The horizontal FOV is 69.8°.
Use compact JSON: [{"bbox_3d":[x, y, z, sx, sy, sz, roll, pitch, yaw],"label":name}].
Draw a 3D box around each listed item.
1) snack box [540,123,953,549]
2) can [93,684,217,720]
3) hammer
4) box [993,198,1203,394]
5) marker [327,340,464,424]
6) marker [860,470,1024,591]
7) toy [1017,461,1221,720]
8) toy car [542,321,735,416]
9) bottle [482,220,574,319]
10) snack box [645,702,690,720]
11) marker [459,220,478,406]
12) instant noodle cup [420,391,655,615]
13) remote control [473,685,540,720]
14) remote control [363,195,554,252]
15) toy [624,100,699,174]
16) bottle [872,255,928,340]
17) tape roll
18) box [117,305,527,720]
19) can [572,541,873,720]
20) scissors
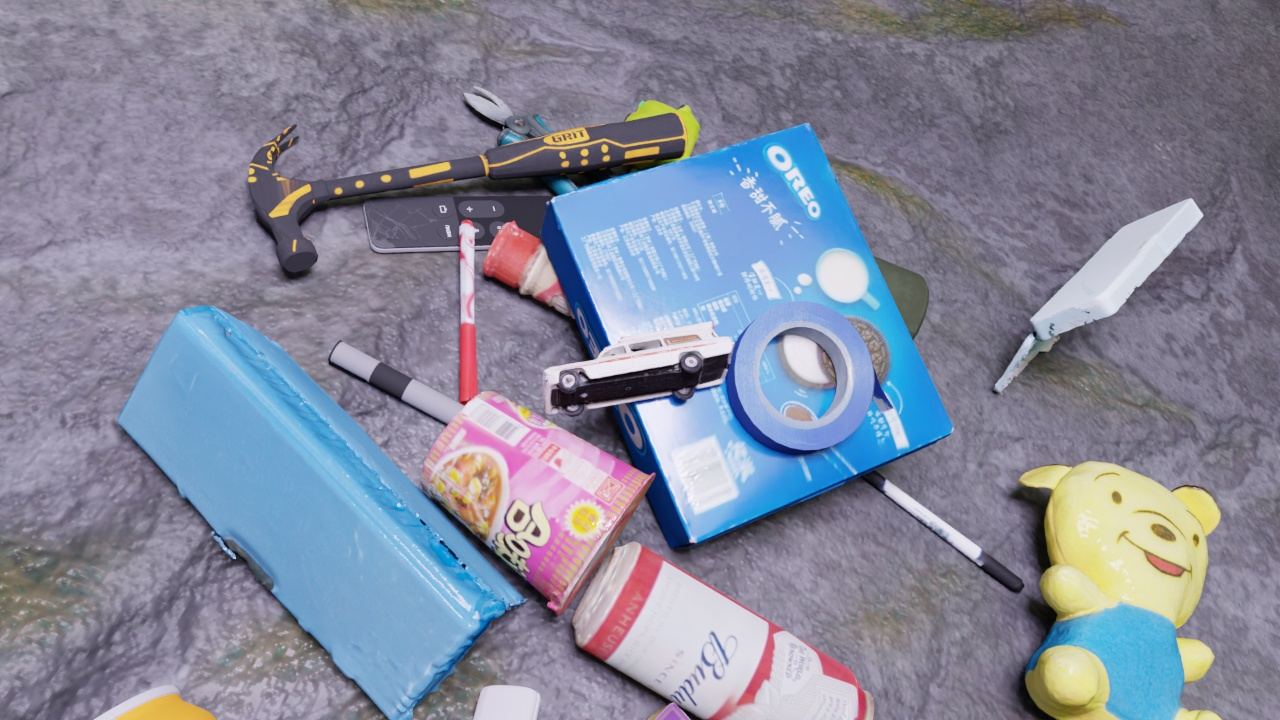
[{"bbox_3d":[0.067,-0.022,0.608,0.195,0.056,0.238,-20,80,-16],"label":"snack box"},{"bbox_3d":[-0.192,0.219,0.392,0.078,0.079,0.142,-33,75,-34],"label":"can"},{"bbox_3d":[-0.112,-0.143,0.661,0.320,0.036,0.123,-15,58,-21],"label":"hammer"},{"bbox_3d":[0.370,-0.057,0.752,0.196,0.137,0.049,-33,74,-34],"label":"box"},{"bbox_3d":[-0.130,0.027,0.577,0.140,0.016,0.016,28,53,-3],"label":"marker"},{"bbox_3d":[0.212,0.117,0.659,0.152,0.011,0.011,37,53,4],"label":"marker"},{"bbox_3d":[0.325,0.162,0.631,0.149,0.084,0.213,31,52,-10],"label":"toy"},{"bbox_3d":[-0.003,0.003,0.540,0.113,0.039,0.039,-9,57,-11],"label":"toy car"},{"bbox_3d":[-0.055,-0.054,0.642,0.109,0.044,0.044,29,53,-3],"label":"bottle"},{"bbox_3d":[0.014,0.279,0.459,0.143,0.041,0.147,46,55,11],"label":"snack box"},{"bbox_3d":[-0.116,-0.035,0.617,0.012,0.013,0.142,4,62,-19],"label":"marker"},{"bbox_3d":[-0.062,0.075,0.529,0.108,0.098,0.097,34,53,8],"label":"instant noodle cup"},{"bbox_3d":[-0.078,0.220,0.450,0.033,0.012,0.130,-1,38,8],"label":"remote control"},{"bbox_3d":[-0.123,-0.100,0.665,0.146,0.008,0.045,-5,62,-24],"label":"remote control"},{"bbox_3d":[0.020,-0.170,0.750,0.094,0.036,0.093,-33,81,-27],"label":"toy"},{"bbox_3d":[0.112,-0.067,0.698,0.206,0.072,0.071,20,54,-8],"label":"bottle"},{"bbox_3d":[0.099,0.010,0.566,0.093,0.016,0.091,-24,82,-17],"label":"tape roll"},{"bbox_3d":[-0.164,0.072,0.511,0.231,0.094,0.102,43,21,10],"label":"box"},{"bbox_3d":[0.046,0.171,0.524,0.170,0.067,0.067,31,53,-1],"label":"can"},{"bbox_3d":[-0.074,-0.162,0.717,0.127,0.019,0.153,3,54,-24],"label":"scissors"}]
